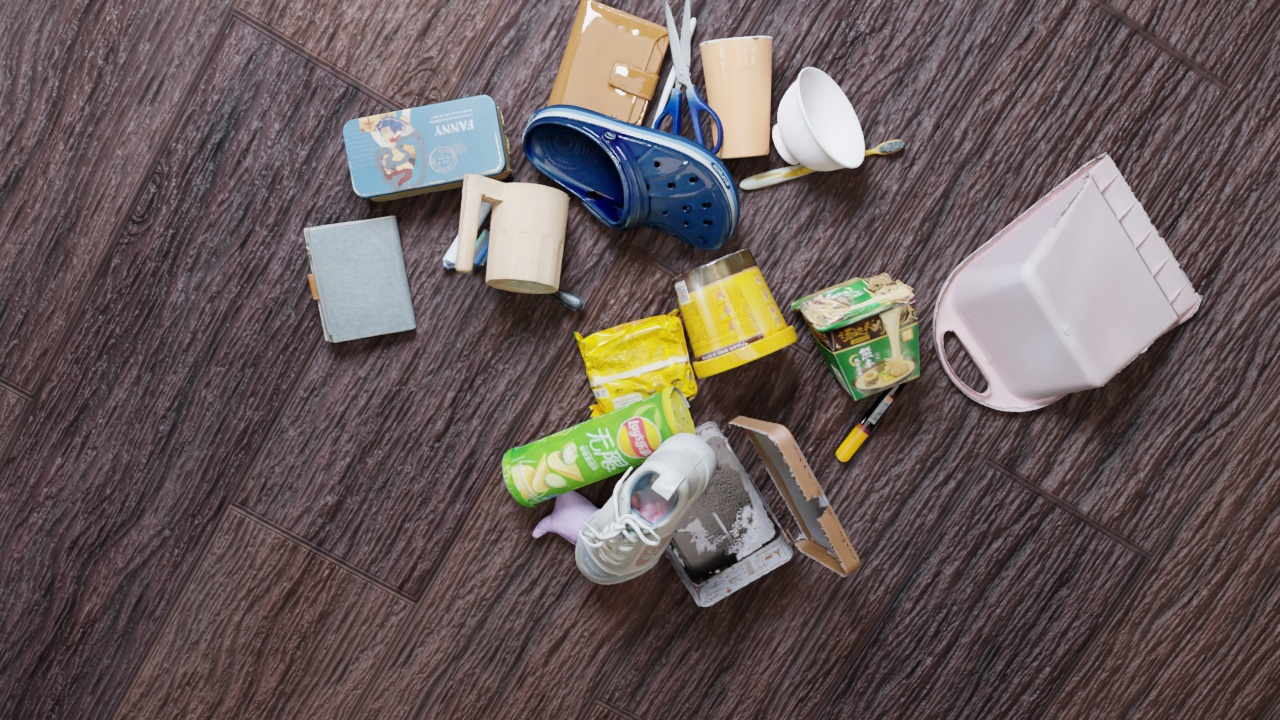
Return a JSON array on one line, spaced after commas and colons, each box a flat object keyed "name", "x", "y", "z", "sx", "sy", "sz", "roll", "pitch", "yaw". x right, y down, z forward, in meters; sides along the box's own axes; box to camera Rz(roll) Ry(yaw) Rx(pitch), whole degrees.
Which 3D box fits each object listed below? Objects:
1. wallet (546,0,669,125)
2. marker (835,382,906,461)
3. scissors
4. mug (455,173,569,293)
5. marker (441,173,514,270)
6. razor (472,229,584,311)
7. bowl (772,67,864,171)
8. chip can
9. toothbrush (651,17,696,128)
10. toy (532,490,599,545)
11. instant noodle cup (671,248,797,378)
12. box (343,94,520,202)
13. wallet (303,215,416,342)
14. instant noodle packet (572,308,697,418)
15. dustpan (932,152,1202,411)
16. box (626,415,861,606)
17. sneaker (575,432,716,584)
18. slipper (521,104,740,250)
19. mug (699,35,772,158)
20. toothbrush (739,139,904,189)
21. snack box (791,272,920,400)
[{"name": "wallet", "x": -0.035, "y": -0.315, "z": 1.006, "sx": 0.108, "sy": 0.031, "sz": 0.132, "roll": 20, "pitch": 99, "yaw": -3}, {"name": "marker", "x": 0.272, "y": 0.069, "z": 1.084, "sx": 0.018, "sy": 0.015, "sz": 0.124, "roll": 37, "pitch": 94, "yaw": -8}, {"name": "scissors", "x": 0.038, "y": -0.295, "z": 0.986, "sx": 0.141, "sy": 0.012, "sz": 0.171, "roll": -34, "pitch": 86, "yaw": 33}, {"name": "mug", "x": -0.138, "y": -0.133, "z": 0.980, "sx": 0.124, "sy": 0.084, "sz": 0.103, "roll": 10, "pitch": 81, "yaw": -40}, {"name": "marker", "x": -0.183, "y": -0.158, "z": 1.031, "sx": 0.022, "sy": 0.018, "sz": 0.131, "roll": 35, "pitch": 97, "yaw": 27}, {"name": "razor", "x": -0.126, "y": -0.095, "z": 1.041, "sx": 0.142, "sy": 0.022, "sz": 0.042, "roll": 30, "pitch": 80, "yaw": -5}, {"name": "bowl", "x": 0.183, "y": -0.249, "z": 0.997, "sx": 0.065, "sy": 0.118, "sz": 0.118, "roll": -25, "pitch": 101, "yaw": 40}, {"name": "chip can", "x": -0.049, "y": 0.099, "z": 1.027, "sx": 0.222, "sy": 0.072, "sz": 0.072, "roll": -22, "pitch": 99, "yaw": 16}, {"name": "toothbrush", "x": 0.031, "y": -0.291, "z": 1.019, "sx": 0.016, "sy": 0.016, "sz": 0.180, "roll": 18, "pitch": 99, "yaw": -12}, {"name": "toy", "x": -0.065, "y": 0.198, "z": 1.081, "sx": 0.108, "sy": 0.039, "sz": 0.084, "roll": 32, "pitch": 97, "yaw": -4}, {"name": "instant noodle cup", "x": 0.097, "y": -0.054, "z": 1.011, "sx": 0.118, "sy": 0.118, "sz": 0.114, "roll": -22, "pitch": 92, "yaw": 2}, {"name": "box", "x": -0.222, "y": -0.227, "z": 0.991, "sx": 0.184, "sy": 0.059, "sz": 0.090, "roll": -11, "pitch": 93, "yaw": 6}, {"name": "wallet", "x": -0.316, "y": -0.091, "z": 1.030, "sx": 0.106, "sy": 0.037, "sz": 0.130, "roll": -10, "pitch": 100, "yaw": -11}, {"name": "instant noodle packet", "x": -0.006, "y": 0.006, "z": 1.050, "sx": 0.128, "sy": 0.044, "sz": 0.111, "roll": -14, "pitch": 101, "yaw": 3}, {"name": "dustpan", "x": 0.478, "y": -0.073, "z": 1.070, "sx": 0.272, "sy": 0.139, "sz": 0.222, "roll": -38, "pitch": 98, "yaw": -24}, {"name": "box", "x": 0.094, "y": 0.176, "z": 1.011, "sx": 0.156, "sy": 0.227, "sz": 0.180, "roll": -32, "pitch": 100, "yaw": -13}, {"name": "sneaker", "x": -0.009, "y": 0.179, "z": 0.971, "sx": 0.089, "sy": 0.090, "sz": 0.243, "roll": 40, "pitch": 127, "yaw": 6}, {"name": "slipper", "x": -0.012, "y": -0.192, "z": 0.979, "sx": 0.253, "sy": 0.095, "sz": 0.105, "roll": 25, "pitch": 140, "yaw": -2}, {"name": "mug", "x": 0.107, "y": -0.283, "z": 0.995, "sx": 0.078, "sy": 0.078, "sz": 0.123, "roll": -5, "pitch": 104, "yaw": -1}, {"name": "toothbrush", "x": 0.205, "y": -0.221, "z": 1.033, "sx": 0.191, "sy": 0.018, "sz": 0.016, "roll": -14, "pitch": 97, "yaw": 1}, {"name": "snack box", "x": 0.248, "y": -0.023, "z": 1.025, "sx": 0.117, "sy": 0.118, "sz": 0.106, "roll": -20, "pitch": 109, "yaw": 1}]
